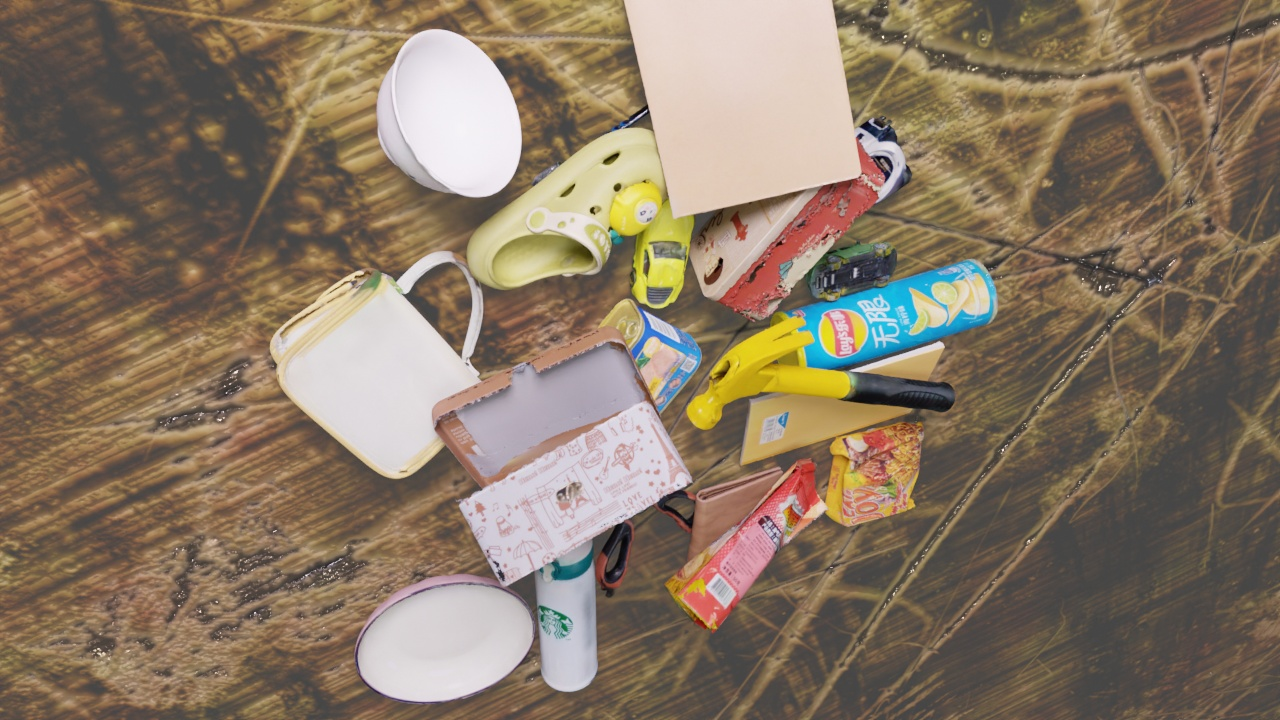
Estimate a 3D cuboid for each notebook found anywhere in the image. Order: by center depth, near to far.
[{"bbox_3d":[0.073,-0.222,0.678,0.148,0.008,0.208,-12,106,10],"label":"notebook"},{"bbox_3d":[0.205,0.049,0.956,0.206,0.010,0.146,-17,150,-8],"label":"notebook"}]

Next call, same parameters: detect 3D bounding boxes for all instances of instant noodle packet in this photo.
[{"bbox_3d":[0.269,0.134,1.053,0.110,0.044,0.129,-11,127,-7],"label":"instant noodle packet"}]

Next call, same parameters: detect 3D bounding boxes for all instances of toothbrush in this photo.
[{"bbox_3d":[-0.011,-0.193,0.738,0.189,0.014,0.016,-35,112,7],"label":"toothbrush"}]

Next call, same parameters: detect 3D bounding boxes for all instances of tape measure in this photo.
[{"bbox_3d":[0.201,-0.173,0.816,0.066,0.033,0.066,-33,127,1],"label":"tape measure"}]

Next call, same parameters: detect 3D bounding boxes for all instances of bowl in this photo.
[{"bbox_3d":[-0.150,-0.170,0.663,0.065,0.118,0.118,-9,140,38],"label":"bowl"}]

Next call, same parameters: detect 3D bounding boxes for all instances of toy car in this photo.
[{"bbox_3d":[0.020,-0.094,0.808,0.048,0.032,0.105,-2,123,-18],"label":"toy car"},{"bbox_3d":[0.200,-0.088,0.873,0.091,0.036,0.043,-13,126,-9],"label":"toy car"}]

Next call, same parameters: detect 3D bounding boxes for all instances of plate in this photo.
[{"bbox_3d":[-0.211,0.297,0.997,0.192,0.039,0.193,-10,127,-13],"label":"plate"}]

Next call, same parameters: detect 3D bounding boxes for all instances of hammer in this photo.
[{"bbox_3d":[0.191,0.023,0.867,0.300,0.032,0.129,7,136,-34],"label":"hammer"}]

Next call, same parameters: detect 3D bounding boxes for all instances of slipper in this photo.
[{"bbox_3d":[-0.047,-0.104,0.737,0.190,0.081,0.091,-31,150,4],"label":"slipper"}]

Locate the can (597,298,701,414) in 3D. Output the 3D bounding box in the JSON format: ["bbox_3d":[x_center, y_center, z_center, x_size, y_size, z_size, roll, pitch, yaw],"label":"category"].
[{"bbox_3d":[-0.005,0.005,0.854,0.083,0.057,0.102,27,112,-35],"label":"can"}]

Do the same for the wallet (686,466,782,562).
[{"bbox_3d":[0.106,0.173,1.024,0.115,0.020,0.101,-16,130,-26],"label":"wallet"}]

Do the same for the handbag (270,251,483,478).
[{"bbox_3d":[-0.200,-0.008,0.781,0.178,0.063,0.163,-42,129,-7],"label":"handbag"}]

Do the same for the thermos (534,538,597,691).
[{"bbox_3d":[-0.082,0.267,1.002,0.073,0.073,0.225,-9,127,-14],"label":"thermos"}]

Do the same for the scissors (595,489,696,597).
[{"bbox_3d":[0.003,0.155,0.951,0.188,0.015,0.226,-13,127,-37],"label":"scissors"}]

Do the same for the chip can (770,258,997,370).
[{"bbox_3d":[0.238,-0.039,0.900,0.210,0.071,0.071,-16,128,-9],"label":"chip can"}]

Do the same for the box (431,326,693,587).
[{"bbox_3d":[-0.067,0.070,0.787,0.182,0.150,0.166,-29,86,0],"label":"box"}]

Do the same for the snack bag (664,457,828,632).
[{"bbox_3d":[0.123,0.201,1.004,0.207,0.073,0.129,-43,144,-11],"label":"snack bag"}]

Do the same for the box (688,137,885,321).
[{"bbox_3d":[0.126,-0.116,0.779,0.078,0.091,0.169,23,123,-30],"label":"box"}]
